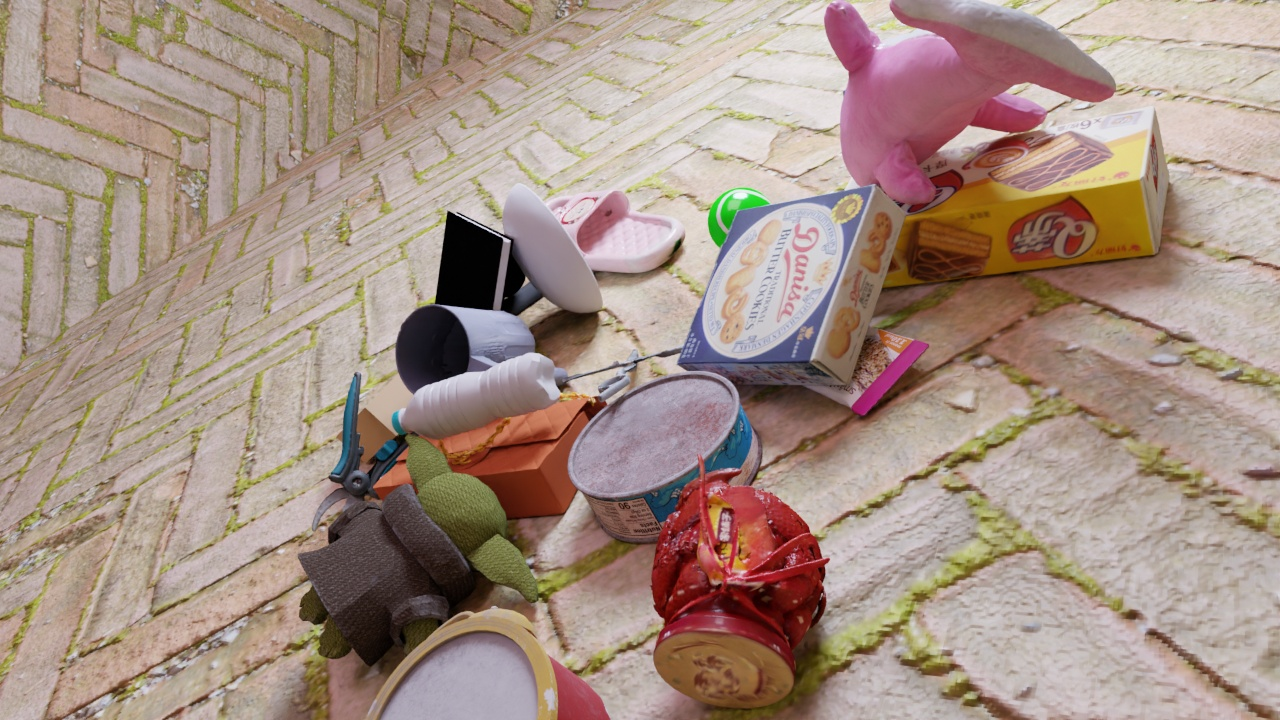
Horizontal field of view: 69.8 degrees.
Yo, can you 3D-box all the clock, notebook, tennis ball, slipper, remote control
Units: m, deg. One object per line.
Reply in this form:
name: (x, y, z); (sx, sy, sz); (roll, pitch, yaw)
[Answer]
clock: (-0.079, 0.194, 0.471); (0.117, 0.081, 0.159); (-44, 39, -6)
notebook: (-0.184, -0.072, 0.976); (0.016, 0.149, 0.207); (4, 14, -28)
tennis ball: (0.097, -0.133, 0.879); (0.065, 0.065, 0.065); (-22, 28, 12)
slipper: (-0.044, -0.146, 1.022); (0.222, 0.056, 0.106); (20, 58, 42)
remote control: (-0.101, -0.097, 1.057); (0.146, 0.015, 0.033); (-37, 29, -16)

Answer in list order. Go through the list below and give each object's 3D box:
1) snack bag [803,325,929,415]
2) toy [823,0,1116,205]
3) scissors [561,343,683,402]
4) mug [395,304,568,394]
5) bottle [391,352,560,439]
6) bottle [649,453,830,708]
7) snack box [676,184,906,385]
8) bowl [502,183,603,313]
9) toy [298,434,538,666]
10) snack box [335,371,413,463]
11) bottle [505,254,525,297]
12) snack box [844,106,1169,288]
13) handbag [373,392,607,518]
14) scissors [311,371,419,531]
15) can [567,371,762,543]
snack bag: (0.124, -0.013, 0.694); (0.070, 0.016, 0.197); (-46, 31, -9)
toy: (0.207, -0.181, 0.672); (0.265, 0.186, 0.128); (-150, 81, -83)
scissors: (-0.007, 0.006, 0.747); (0.142, 0.014, 0.175); (-18, 9, 11)
mug: (-0.138, -0.001, 0.822); (0.124, 0.084, 0.103); (19, 9, 26)
bottle: (-0.130, 0.031, 0.708); (0.136, 0.044, 0.044); (-17, 30, 17)
bottle: (0.051, 0.111, 0.480); (0.099, 0.099, 0.111); (-14, 35, 26)
snack box: (0.109, -0.052, 0.684); (0.145, 0.042, 0.144); (-2, 61, 53)
bowl: (-0.098, -0.102, 0.916); (0.043, 0.149, 0.149); (-36, 28, -11)
toy: (-0.164, 0.141, 0.642); (0.152, 0.078, 0.179); (-34, 52, -18)
snack box: (-0.228, 0.032, 0.895); (0.088, 0.040, 0.125); (-34, 15, 49)
bottle: (-0.186, -0.098, 1.080); (0.059, 0.059, 0.182); (-38, 14, -18)
snack box: (0.266, -0.117, 0.701); (0.231, 0.062, 0.109); (-5, 36, 37)
handbag: (-0.121, 0.072, 0.747); (0.172, 0.060, 0.108); (-10, 29, 31)
scissors: (-0.239, 0.076, 0.801); (0.154, 0.124, 0.019); (-34, -1, -23)
can: (0.016, 0.065, 0.642); (0.130, 0.044, 0.129); (-22, 28, 12)
